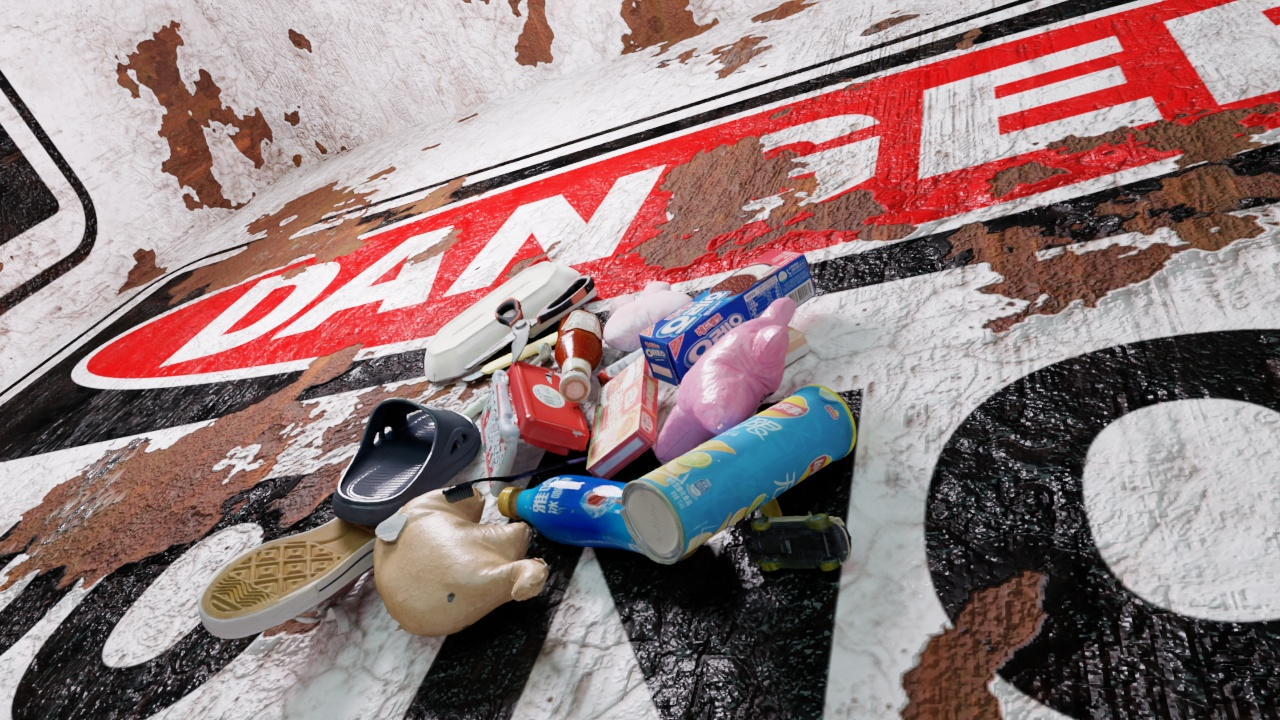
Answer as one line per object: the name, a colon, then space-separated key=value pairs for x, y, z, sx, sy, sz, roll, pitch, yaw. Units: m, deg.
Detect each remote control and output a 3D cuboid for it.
remote control: x=-0.121 y=-0.074 z=1.315 sx=0.124 sy=0.024 sz=0.049 roll=-36 pitch=26 yaw=-18

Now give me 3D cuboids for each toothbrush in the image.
toothbrush: x=-0.111 y=0.114 z=0.906 sx=0.188 sy=0.016 sz=0.014 roll=-9 pitch=-6 yaw=-40
toothbrush: x=-0.186 y=0.039 z=1.175 sx=0.020 sy=0.029 sz=0.189 roll=40 pitch=62 yaw=16

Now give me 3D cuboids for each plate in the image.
plate: x=-0.207 y=-0.065 z=1.322 sx=0.265 sy=0.034 sz=0.162 roll=-36 pitch=25 yaw=-8

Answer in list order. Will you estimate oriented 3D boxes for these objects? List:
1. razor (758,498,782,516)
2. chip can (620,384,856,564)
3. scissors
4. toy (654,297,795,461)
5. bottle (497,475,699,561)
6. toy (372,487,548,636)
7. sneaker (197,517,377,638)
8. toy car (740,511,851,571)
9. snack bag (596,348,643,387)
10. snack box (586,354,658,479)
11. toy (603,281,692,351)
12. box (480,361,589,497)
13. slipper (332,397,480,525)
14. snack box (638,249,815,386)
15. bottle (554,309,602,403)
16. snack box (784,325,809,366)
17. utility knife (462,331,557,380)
razor: x=0.093 y=0.106 z=0.825 sx=0.043 sy=0.028 sz=0.132 roll=-25 pitch=29 yaw=-8
chip can: x=0.085 y=0.088 z=0.751 sx=0.209 sy=0.071 sz=0.071 roll=-24 pitch=22 yaw=-35
scissors: x=-0.141 y=-0.053 z=1.177 sx=0.189 sy=0.015 sz=0.225 roll=-24 pitch=26 yaw=0
toy: x=0.079 y=0.030 z=0.877 sx=0.195 sy=0.074 sz=0.178 roll=-49 pitch=4 yaw=26
bottle: x=-0.045 y=0.138 z=0.835 sx=0.219 sy=0.065 sz=0.065 roll=-1 pitch=35 yaw=39
toy: x=-0.163 y=0.190 z=0.823 sx=0.143 sy=0.082 sz=0.226 roll=-48 pitch=36 yaw=-17
sneaker: x=-0.313 y=0.214 z=0.896 sx=0.118 sy=0.088 sz=0.240 roll=21 pitch=26 yaw=25
toy car: x=0.123 y=0.140 z=0.719 sx=0.091 sy=0.042 sz=0.035 roll=-9 pitch=12 yaw=39
snack bag: x=-0.006 y=0.006 z=1.064 sx=0.105 sy=0.045 sz=0.026 roll=-29 pitch=54 yaw=-6
snack box: x=-0.017 y=0.058 z=0.969 sx=0.075 sy=0.025 sz=0.152 roll=-39 pitch=21 yaw=23
toy: x=0.009 y=-0.058 z=1.152 sx=0.121 sy=0.054 sz=0.159 roll=-21 pitch=22 yaw=4
box: x=-0.124 y=0.077 z=1.030 sx=0.094 sy=0.100 sz=0.201 roll=16 pitch=15 yaw=-17
slipper: x=-0.250 y=0.089 z=1.006 sx=0.111 sy=0.083 sz=0.267 roll=5 pitch=18 yaw=7
snack box: x=0.097 y=-0.050 z=0.996 sx=0.207 sy=0.057 sz=0.058 roll=-34 pitch=29 yaw=-23
bottle: x=-0.075 y=-0.005 z=1.093 sx=0.060 sy=0.060 sz=0.205 roll=-21 pitch=21 yaw=6
snack box: x=0.110 y=-0.021 z=1.031 sx=0.084 sy=0.026 sz=0.157 roll=-31 pitch=28 yaw=-14
utility knife: x=-0.159 y=-0.012 z=1.241 sx=0.178 sy=0.019 sz=0.031 roll=-21 pitch=23 yaw=-6
